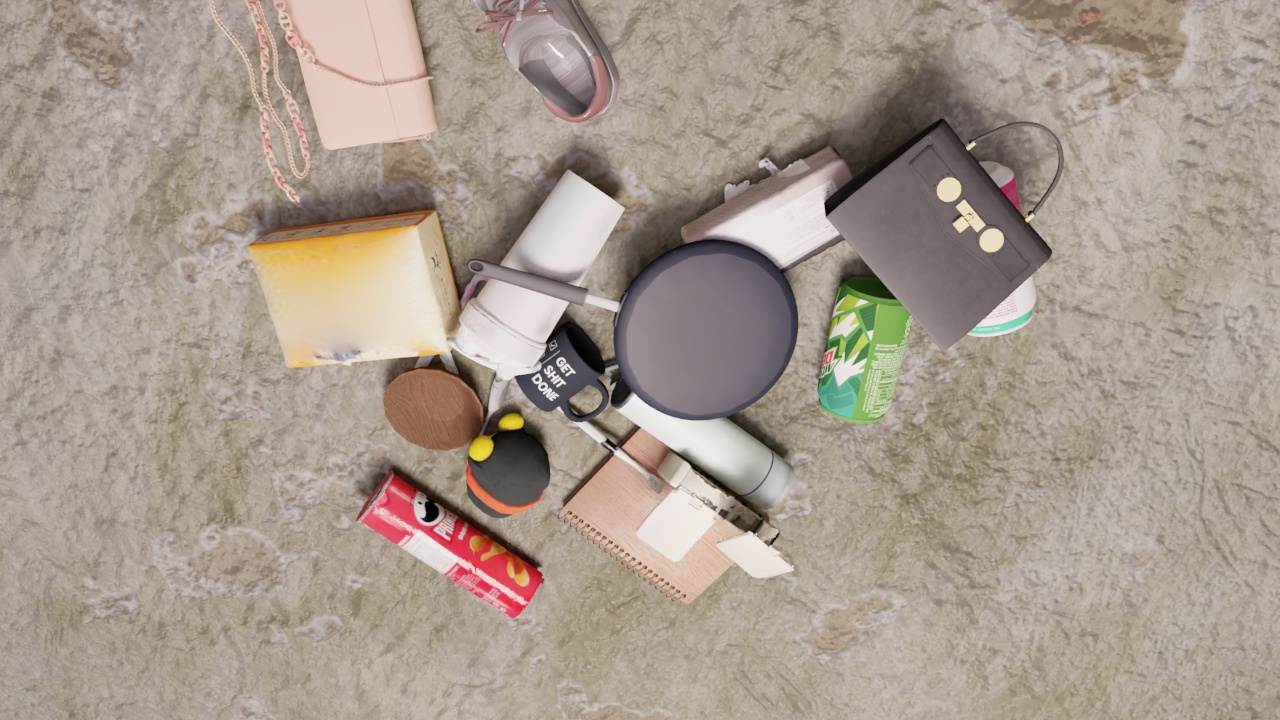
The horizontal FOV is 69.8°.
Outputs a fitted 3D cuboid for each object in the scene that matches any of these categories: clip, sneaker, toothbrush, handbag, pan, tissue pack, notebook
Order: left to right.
[{"bbox_3d":[-0.274,-0.263,0.853,0.117,0.186,0.199,-5,109,12],"label":"handbag"},{"bbox_3d":[-0.163,0.030,1.067,0.022,0.024,0.186,39,117,31],"label":"toothbrush"},{"bbox_3d":[-0.106,-0.327,0.871,0.099,0.089,0.236,-34,108,15],"label":"sneaker"},{"bbox_3d":[-0.045,0.094,1.075,0.187,0.017,0.012,40,109,-3],"label":"toothbrush"},{"bbox_3d":[-0.007,0.004,1.049,0.076,0.023,0.047,-26,112,15],"label":"clip"},{"bbox_3d":[-0.002,-0.047,0.933,0.356,0.021,0.199,15,107,-16],"label":"pan"},{"bbox_3d":[0.028,0.195,1.132,0.210,0.022,0.169,39,108,-14],"label":"notebook"},{"bbox_3d":[0.138,-0.149,0.960,0.182,0.071,0.104,-27,125,15],"label":"tissue pack"},{"bbox_3d":[0.308,-0.142,0.867,0.196,0.072,0.176,-40,100,21],"label":"handbag"}]

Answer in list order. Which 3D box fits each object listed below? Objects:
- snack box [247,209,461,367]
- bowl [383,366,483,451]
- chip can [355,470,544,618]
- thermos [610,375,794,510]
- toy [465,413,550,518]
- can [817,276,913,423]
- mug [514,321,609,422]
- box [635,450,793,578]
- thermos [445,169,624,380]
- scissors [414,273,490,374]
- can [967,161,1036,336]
[{"bbox_3d":[-0.304,-0.072,0.986,0.195,0.080,0.145,-5,114,12],"label":"snack box"},{"bbox_3d":[-0.238,0.051,1.068,0.118,0.030,0.118,2,123,4],"label":"bowl"},{"bbox_3d":[-0.231,0.230,1.130,0.233,0.073,0.073,37,110,-14],"label":"chip can"},{"bbox_3d":[0.073,0.087,1.045,0.230,0.067,0.068,37,110,-20],"label":"thermos"},{"bbox_3d":[-0.161,0.138,1.077,0.099,0.097,0.119,41,127,5],"label":"toy"},{"bbox_3d":[0.244,-0.011,0.998,0.083,0.083,0.144,7,114,-1],"label":"can"},{"bbox_3d":[-0.081,0.021,1.028,0.077,0.071,0.105,-36,96,16],"label":"mug"},{"bbox_3d":[0.074,0.189,0.998,0.143,0.194,0.101,36,87,-7],"label":"box"},{"bbox_3d":[-0.104,-0.086,0.957,0.099,0.099,0.220,33,97,-12],"label":"thermos"},{"bbox_3d":[-0.217,-0.041,1.042,0.159,0.014,0.172,-13,112,9],"label":"scissors"},{"bbox_3d":[0.351,-0.114,0.946,0.088,0.088,0.166,-17,112,9],"label":"can"}]
